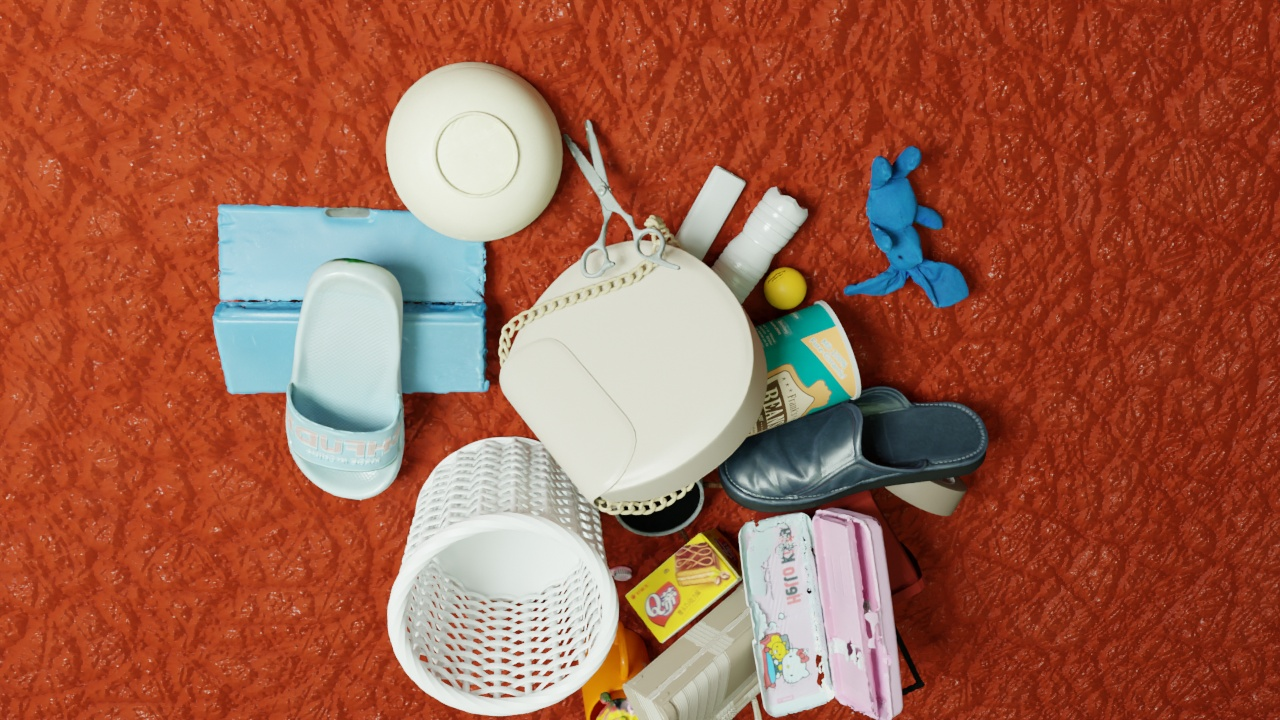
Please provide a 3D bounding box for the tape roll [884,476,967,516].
[{"bbox_3d":[0.285,0.120,0.943,0.093,0.093,0.030,20,107,-17],"label":"tape roll"}]

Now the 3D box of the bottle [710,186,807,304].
[{"bbox_3d":[0.099,-0.094,0.852,0.044,0.044,0.136,32,103,-20],"label":"bottle"}]

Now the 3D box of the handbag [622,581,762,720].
[{"bbox_3d":[0.084,0.357,0.931,0.175,0.062,0.198,-31,120,-34],"label":"handbag"}]

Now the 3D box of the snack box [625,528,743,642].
[{"bbox_3d":[0.051,0.229,0.945,0.106,0.083,0.061,-41,75,8],"label":"snack box"}]

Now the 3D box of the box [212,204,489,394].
[{"bbox_3d":[-0.252,-0.047,0.808,0.231,0.060,0.175,-1,110,-8],"label":"box"}]

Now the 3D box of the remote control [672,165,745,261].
[{"bbox_3d":[0.052,-0.116,0.853,0.033,0.012,0.131,25,105,-18],"label":"remote control"}]

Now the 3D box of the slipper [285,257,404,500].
[{"bbox_3d":[-0.252,0.028,0.783,0.104,0.074,0.246,7,124,-12],"label":"slipper"}]

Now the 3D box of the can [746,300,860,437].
[{"bbox_3d":[0.120,0.014,0.869,0.144,0.099,0.099,-20,113,-1],"label":"can"}]

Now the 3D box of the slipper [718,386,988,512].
[{"bbox_3d":[0.204,0.071,0.884,0.265,0.108,0.084,-9,138,1],"label":"slipper"}]

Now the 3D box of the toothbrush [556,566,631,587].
[{"bbox_3d":[-0.075,0.228,0.968,0.135,0.016,0.022,-1,106,-9],"label":"toothbrush"}]

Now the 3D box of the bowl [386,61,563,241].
[{"bbox_3d":[-0.136,-0.169,0.756,0.150,0.075,0.151,-2,105,-9],"label":"bowl"}]

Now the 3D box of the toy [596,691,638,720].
[{"bbox_3d":[-0.014,0.375,0.918,0.084,0.046,0.103,-17,118,-26],"label":"toy"}]

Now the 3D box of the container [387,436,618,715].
[{"bbox_3d":[-0.124,0.188,0.843,0.189,0.186,0.189,-2,107,-7],"label":"container"}]

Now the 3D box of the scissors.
[{"bbox_3d":[-0.018,-0.136,0.771,0.131,0.014,0.153,3,82,27],"label":"scissors"}]

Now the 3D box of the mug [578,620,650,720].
[{"bbox_3d":[-0.024,0.330,0.974,0.077,0.096,0.113,-2,112,-9],"label":"mug"}]

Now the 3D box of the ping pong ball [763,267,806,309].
[{"bbox_3d":[0.137,-0.068,0.871,0.040,0.040,0.040,-3,112,-8],"label":"ping pong ball"}]

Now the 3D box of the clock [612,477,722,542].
[{"bbox_3d":[0.003,0.121,0.916,0.147,0.056,0.104,22,115,-22],"label":"clock"}]

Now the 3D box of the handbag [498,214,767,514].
[{"bbox_3d":[-0.005,0.005,0.787,0.208,0.210,0.103,-43,154,2],"label":"handbag"}]

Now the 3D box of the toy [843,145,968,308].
[{"bbox_3d":[0.237,-0.119,0.855,0.113,0.071,0.176,-21,124,2],"label":"toy"}]

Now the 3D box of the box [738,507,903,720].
[{"bbox_3d":[0.167,0.245,0.864,0.101,0.111,0.201,-13,100,-30],"label":"box"}]

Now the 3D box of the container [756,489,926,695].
[{"bbox_3d":[0.219,0.235,0.960,0.148,0.127,0.201,-26,104,2],"label":"container"}]
